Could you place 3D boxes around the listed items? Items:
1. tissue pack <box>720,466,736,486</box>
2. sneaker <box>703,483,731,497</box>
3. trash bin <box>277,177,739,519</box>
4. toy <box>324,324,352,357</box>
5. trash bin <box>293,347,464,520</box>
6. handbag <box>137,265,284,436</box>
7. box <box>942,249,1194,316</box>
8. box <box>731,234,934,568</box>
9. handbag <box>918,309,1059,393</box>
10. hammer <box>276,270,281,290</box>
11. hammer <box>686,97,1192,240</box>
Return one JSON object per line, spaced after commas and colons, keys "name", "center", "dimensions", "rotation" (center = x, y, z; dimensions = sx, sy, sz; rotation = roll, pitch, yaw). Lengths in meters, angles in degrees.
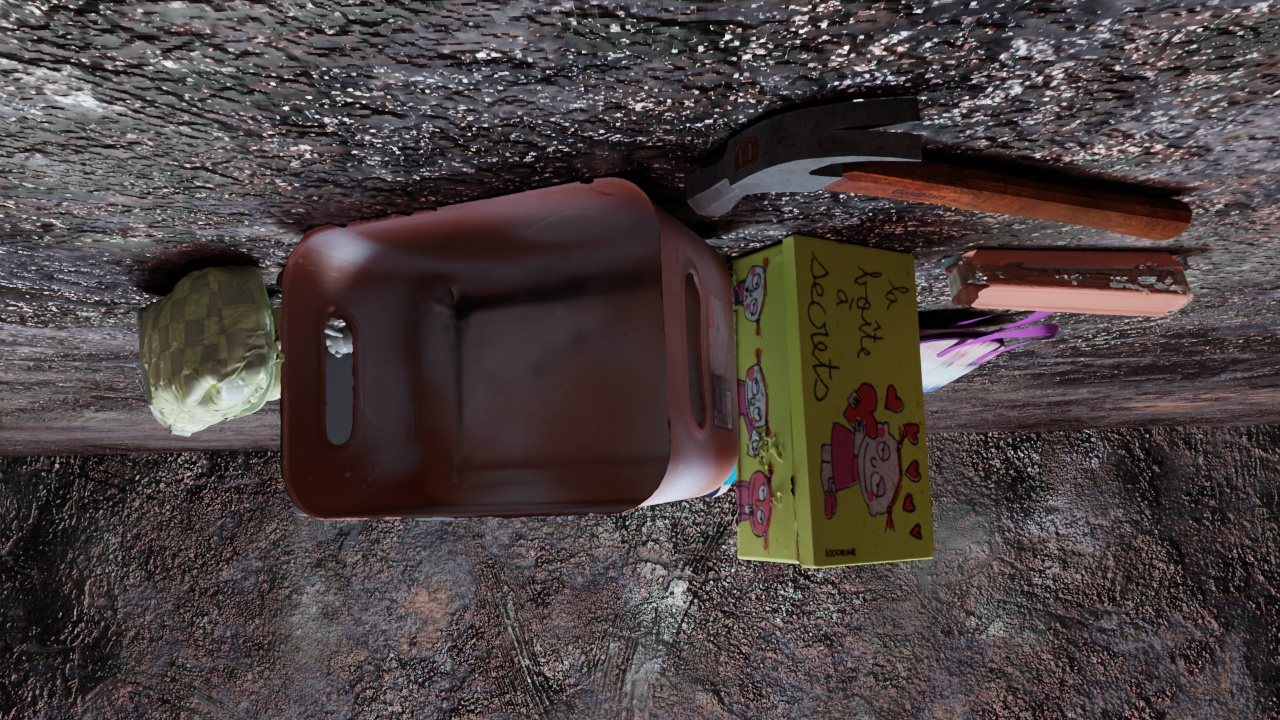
{"name": "tissue pack", "center": [-0.012, 0.046, 0.723], "dimensions": [0.209, 0.065, 0.117], "rotation": [6, 146, 11]}
{"name": "sneaker", "center": [0.099, 0.080, 1.130], "dimensions": [0.118, 0.092, 0.233], "rotation": [-2, -150, -25]}
{"name": "trash bin", "center": [-0.078, 0.006, 0.584], "dimensions": [0.260, 0.181, 0.157], "rotation": [-6, 172, 22]}
{"name": "toy", "center": [-0.224, -0.018, 0.734], "dimensions": [0.112, 0.030, 0.049], "rotation": [-4, 156, 41]}
{"name": "trash bin", "center": [-0.292, 0.091, 1.079], "dimensions": [0.098, 0.191, 0.219], "rotation": [-5, 169, 21]}
{"name": "handbag", "center": [-0.308, -0.006, 0.698], "dimensions": [0.116, 0.113, 0.187], "rotation": [-4, 174, -40]}
{"name": "box", "center": [0.316, -0.054, 0.677], "dimensions": [0.186, 0.058, 0.060], "rotation": [1, -157, -6]}
{"name": "box", "center": [0.133, 0.030, 0.648], "dimensions": [0.124, 0.221, 0.082], "rotation": [7, 171, -32]}
{"name": "handbag", "center": [0.324, -0.019, 0.902], "dimensions": [0.144, 0.068, 0.170], "rotation": [4, 163, -37]}
{"name": "hammer", "center": [-0.211, -0.034, 0.807], "dimensions": [0.127, 0.029, 0.323], "rotation": [-3, 170, 9]}
{"name": "hammer", "center": [0.183, -0.090, 0.488], "dimensions": [0.300, 0.028, 0.111], "rotation": [2, 172, -25]}
